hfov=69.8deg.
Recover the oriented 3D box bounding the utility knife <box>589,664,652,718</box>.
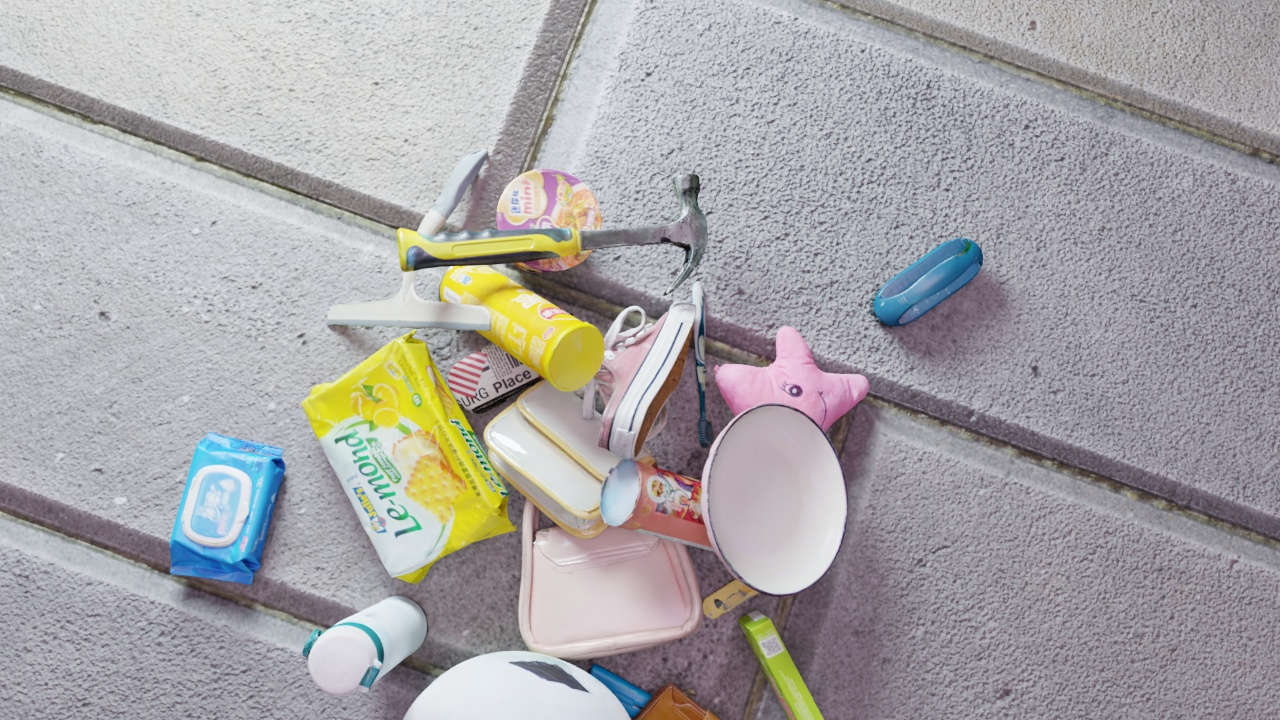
[{"bbox_3d":[0.015,0.382,0.996,0.166,0.018,0.034,27,82,1],"label":"utility knife"}]

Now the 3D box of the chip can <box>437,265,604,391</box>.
[{"bbox_3d":[-0.130,-0.042,0.964,0.213,0.072,0.072,30,80,40],"label":"chip can"}]

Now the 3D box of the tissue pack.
[{"bbox_3d":[-0.449,0.162,0.994,0.095,0.052,0.157,12,82,0],"label":"tissue pack"}]

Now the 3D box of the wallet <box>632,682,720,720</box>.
[{"bbox_3d":[0.052,0.412,0.974,0.130,0.035,0.119,39,101,-1],"label":"wallet"}]

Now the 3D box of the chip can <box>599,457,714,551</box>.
[{"bbox_3d":[0.063,0.160,0.948,0.214,0.071,0.071,20,81,-31],"label":"chip can"}]

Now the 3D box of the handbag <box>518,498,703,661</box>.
[{"bbox_3d":[-0.042,0.198,0.996,0.193,0.093,0.234,-10,75,-3],"label":"handbag"}]

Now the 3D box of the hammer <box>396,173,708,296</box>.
[{"bbox_3d":[-0.085,-0.120,0.951,0.323,0.032,0.126,-7,87,-14],"label":"hammer"}]

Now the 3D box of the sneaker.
[{"bbox_3d":[-0.006,0.006,0.962,0.088,0.118,0.240,19,40,10],"label":"sneaker"}]

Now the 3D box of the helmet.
[{"bbox_3d":[-0.122,0.369,0.907,0.259,0.229,0.145,-25,48,18],"label":"helmet"}]

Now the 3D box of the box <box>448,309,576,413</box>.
[{"bbox_3d":[-0.138,0.002,1.034,0.164,0.064,0.074,-27,107,-4],"label":"box"}]

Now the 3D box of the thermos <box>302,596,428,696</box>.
[{"bbox_3d":[-0.266,0.275,0.898,0.073,0.224,0.073,0,82,-1],"label":"thermos"}]

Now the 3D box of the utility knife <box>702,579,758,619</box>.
[{"bbox_3d":[0.136,0.244,1.022,0.151,0.018,0.031,-31,79,-1],"label":"utility knife"}]

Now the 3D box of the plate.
[{"bbox_3d":[0.131,0.140,0.930,0.192,0.039,0.192,7,78,-34],"label":"plate"}]

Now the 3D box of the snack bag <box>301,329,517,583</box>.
[{"bbox_3d":[-0.244,0.101,0.979,0.158,0.068,0.246,-31,85,21],"label":"snack bag"}]

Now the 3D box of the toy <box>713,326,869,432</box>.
[{"bbox_3d":[0.149,0.062,1.010,0.178,0.075,0.194,30,81,-11],"label":"toy"}]

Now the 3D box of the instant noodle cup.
[{"bbox_3d":[-0.108,-0.144,1.014,0.111,0.099,0.111,1,84,-14],"label":"instant noodle cup"}]

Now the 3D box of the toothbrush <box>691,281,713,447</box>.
[{"bbox_3d":[0.071,0.003,1.047,0.016,0.018,0.191,1,82,-27],"label":"toothbrush"}]

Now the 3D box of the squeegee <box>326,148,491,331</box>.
[{"bbox_3d":[-0.225,-0.149,1.018,0.247,0.039,0.246,3,62,33],"label":"squeegee"}]

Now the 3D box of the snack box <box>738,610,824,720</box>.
[{"bbox_3d":[0.156,0.344,0.971,0.026,0.086,0.156,-27,85,-7],"label":"snack box"}]

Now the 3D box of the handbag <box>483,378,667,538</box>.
[{"bbox_3d":[-0.059,0.080,0.993,0.163,0.063,0.178,37,64,18],"label":"handbag"}]

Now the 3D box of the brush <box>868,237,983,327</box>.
[{"bbox_3d":[0.328,-0.090,1.039,0.143,0.073,0.055,-34,89,-6],"label":"brush"}]
